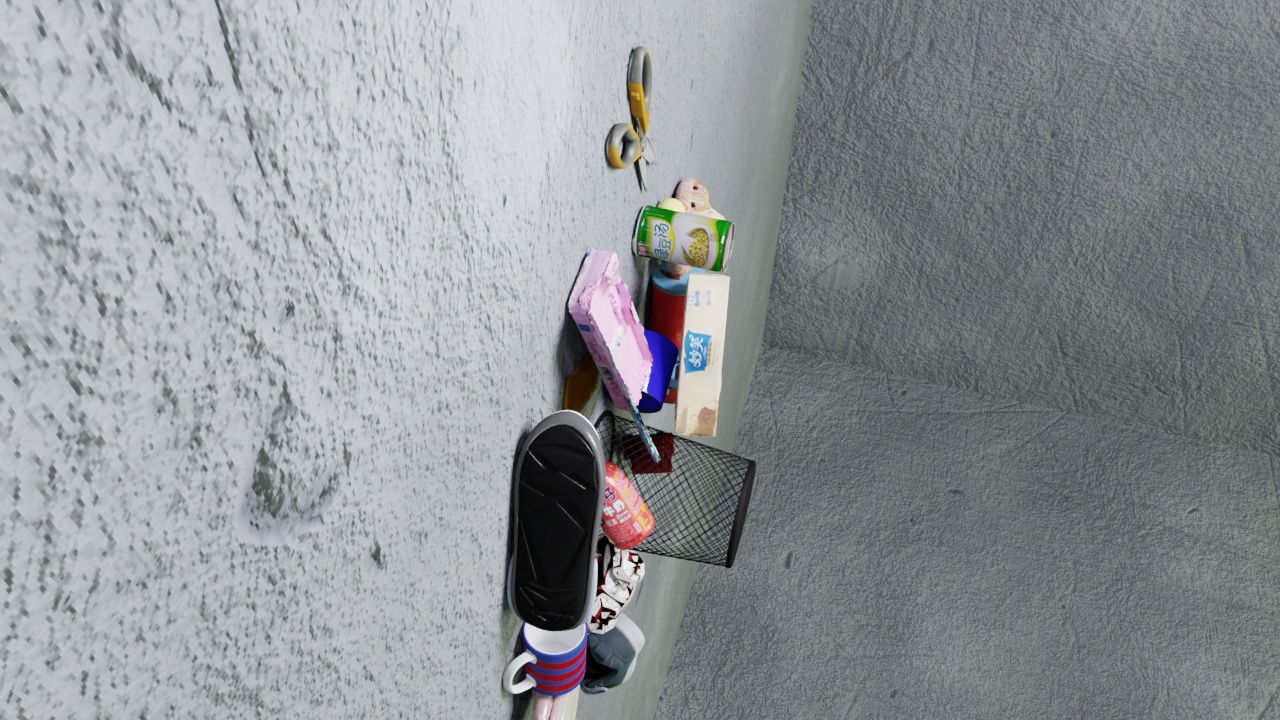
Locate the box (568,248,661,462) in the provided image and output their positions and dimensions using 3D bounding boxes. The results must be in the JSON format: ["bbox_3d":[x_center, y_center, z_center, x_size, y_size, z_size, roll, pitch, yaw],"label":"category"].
[{"bbox_3d":[-0.027,0.003,1.025,0.231,0.062,0.160,69,15,-56],"label":"box"}]

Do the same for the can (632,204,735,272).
[{"bbox_3d":[0.056,-0.156,1.177,0.067,0.121,0.067,14,89,-78],"label":"can"}]

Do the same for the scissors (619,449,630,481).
[{"bbox_3d":[-0.035,0.203,1.412,0.172,0.021,0.171,-11,109,-74],"label":"scissors"}]

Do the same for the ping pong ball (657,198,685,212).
[{"bbox_3d":[0.042,-0.203,1.264,0.040,0.040,0.040,14,89,-79],"label":"ping pong ball"}]

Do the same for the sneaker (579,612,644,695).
[{"bbox_3d":[-0.062,0.437,1.318,0.087,0.089,0.236,-40,163,-35],"label":"sneaker"}]

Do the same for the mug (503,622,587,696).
[{"bbox_3d":[-0.113,0.347,1.065,0.111,0.075,0.076,-31,138,-39],"label":"mug"}]

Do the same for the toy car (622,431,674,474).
[{"bbox_3d":[0.014,0.142,1.404,0.169,0.070,0.062,29,57,-80],"label":"toy car"}]

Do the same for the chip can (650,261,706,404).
[{"bbox_3d":[0.053,-0.040,1.393,0.086,0.087,0.214,-65,162,-48],"label":"chip can"}]

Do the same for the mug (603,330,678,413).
[{"bbox_3d":[-0.007,0.007,1.196,0.111,0.079,0.083,44,55,-44],"label":"mug"}]

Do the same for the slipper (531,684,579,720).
[{"bbox_3d":[-0.107,0.399,1.163,0.273,0.054,0.114,-82,174,-54],"label":"slipper"}]

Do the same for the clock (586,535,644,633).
[{"bbox_3d":[-0.053,0.275,1.130,0.114,0.065,0.155,-58,-158,-18],"label":"clock"}]

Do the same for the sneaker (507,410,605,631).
[{"bbox_3d":[-0.078,0.149,0.982,0.160,0.093,0.257,-73,171,-67],"label":"sneaker"}]

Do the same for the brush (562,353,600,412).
[{"bbox_3d":[-0.060,0.019,1.067,0.126,0.017,0.048,-55,155,-63],"label":"brush"}]

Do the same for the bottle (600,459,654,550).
[{"bbox_3d":[-0.041,0.158,1.099,0.137,0.062,0.061,57,31,-19],"label":"bottle"}]

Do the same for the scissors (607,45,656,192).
[{"bbox_3d":[0.001,-0.267,1.053,0.225,0.016,0.175,-17,119,-78],"label":"scissors"}]

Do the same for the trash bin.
[{"bbox_3d":[0.036,0.180,1.224,0.184,0.210,0.184,14,89,-79],"label":"trash bin"}]

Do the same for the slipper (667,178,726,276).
[{"bbox_3d":[0.084,-0.189,1.343,0.196,0.081,0.093,-79,178,-49],"label":"slipper"}]

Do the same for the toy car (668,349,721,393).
[{"bbox_3d":[0.051,0.014,1.339,0.055,0.153,0.056,-31,-136,51],"label":"toy car"}]

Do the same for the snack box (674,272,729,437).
[{"bbox_3d":[0.080,-0.009,1.222,0.153,0.055,0.207,-60,155,-87],"label":"snack box"}]
